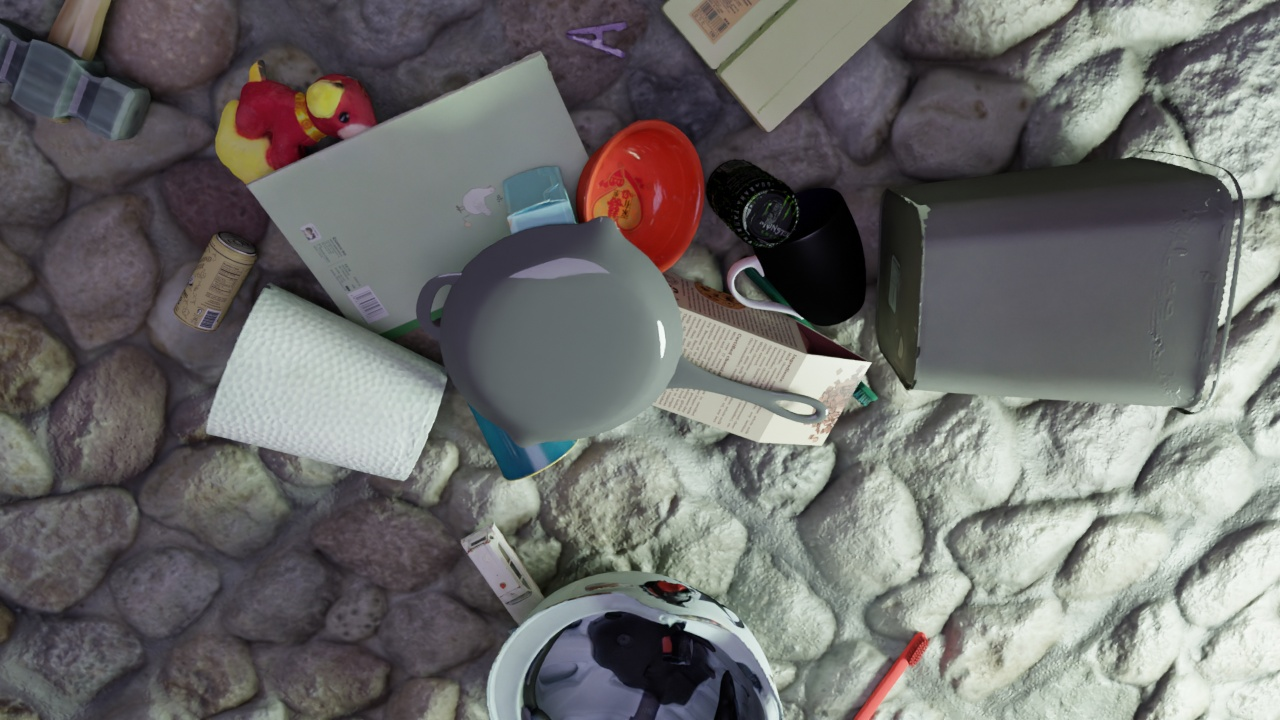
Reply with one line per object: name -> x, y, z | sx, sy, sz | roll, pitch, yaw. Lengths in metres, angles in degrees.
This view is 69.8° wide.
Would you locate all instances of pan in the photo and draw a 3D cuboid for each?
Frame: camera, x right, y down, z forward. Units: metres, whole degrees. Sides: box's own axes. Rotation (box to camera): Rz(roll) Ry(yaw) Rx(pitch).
pan -> -0.004, 0.005, 0.743 | 0.354, 0.024, 0.217 | 16, 117, -14

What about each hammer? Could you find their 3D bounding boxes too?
hammer -> -0.388, -0.331, 0.684 | 0.117, 0.051, 0.323 | 26, 102, -12

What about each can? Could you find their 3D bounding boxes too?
can -> 0.088, -0.128, 0.739 | 0.054, 0.137, 0.054 | -2, 110, -5
can -> -0.359, -0.067, 0.777 | 0.038, 0.038, 0.079 | 32, 103, -14

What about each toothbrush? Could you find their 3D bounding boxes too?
toothbrush -> 0.154, -0.024, 0.844 | 0.017, 0.016, 0.190 | -42, 106, 14
toothbrush -> 0.247, 0.378, 0.985 | 0.012, 0.018, 0.213 | 27, 105, -13

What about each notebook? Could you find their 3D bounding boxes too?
notebook -> -0.159, -0.122, 0.758 | 0.252, 0.010, 0.182 | -23, 128, 4

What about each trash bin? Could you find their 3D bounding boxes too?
trash bin -> 0.322, -0.065, 0.760 | 0.220, 0.197, 0.197 | -2, 109, 3
trash bin -> -0.258, 0.026, 0.774 | 0.161, 0.133, 0.133 | 22, 105, -17

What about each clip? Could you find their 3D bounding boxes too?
clip -> -0.032, -0.260, 0.752 | 0.050, 0.014, 0.046 | -24, 111, 1

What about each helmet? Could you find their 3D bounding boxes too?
helmet -> -0.006, 0.299, 0.864 | 0.264, 0.163, 0.237 | 25, 101, -5

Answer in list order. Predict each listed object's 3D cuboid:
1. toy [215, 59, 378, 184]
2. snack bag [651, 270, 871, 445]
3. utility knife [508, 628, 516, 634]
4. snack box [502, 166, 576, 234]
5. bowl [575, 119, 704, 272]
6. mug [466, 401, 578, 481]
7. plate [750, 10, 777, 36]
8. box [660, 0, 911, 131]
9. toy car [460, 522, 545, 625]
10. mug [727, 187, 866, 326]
toy -> -0.279, -0.189, 0.735 | 0.137, 0.067, 0.105 | -21, 112, 15
snack bag -> 0.090, 0.006, 0.812 | 0.206, 0.069, 0.095 | 20, 117, -11
utility knife -> -0.062, 0.322, 0.947 | 0.177, 0.015, 0.022 | 37, 103, -12
snack box -> -0.065, -0.066, 0.761 | 0.053, 0.075, 0.175 | -16, 123, -2
bowl -> -0.008, -0.135, 0.760 | 0.130, 0.045, 0.131 | -17, 117, -38
mug -> -0.117, 0.036, 0.815 | 0.078, 0.078, 0.121 | -28, 103, 5
plate -> 0.123, -0.294, 0.745 | 0.104, 0.026, 0.104 | -1, 110, -4
box -> 0.126, -0.292, 0.720 | 0.187, 0.024, 0.137 | -41, 105, 9
toy car -> -0.130, 0.212, 0.888 | 0.039, 0.039, 0.113 | -28, 108, 5
mug -> 0.136, -0.076, 0.791 | 0.119, 0.084, 0.100 | -28, 120, 6
